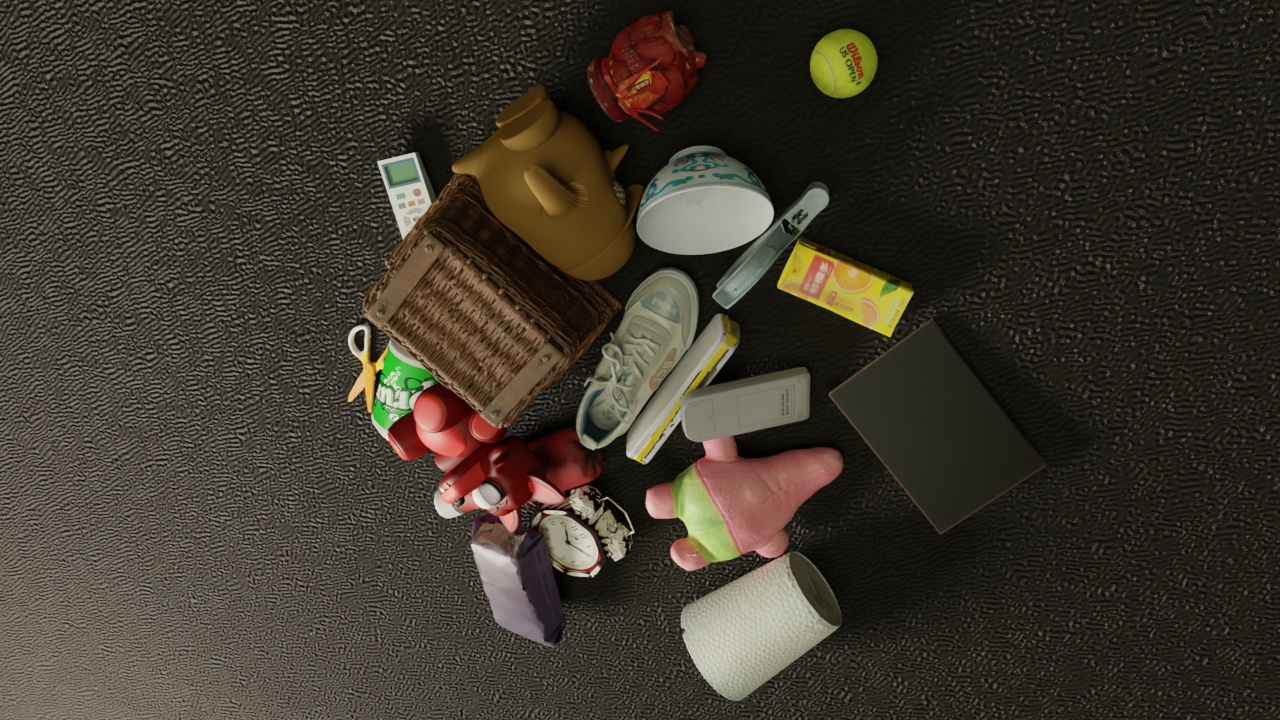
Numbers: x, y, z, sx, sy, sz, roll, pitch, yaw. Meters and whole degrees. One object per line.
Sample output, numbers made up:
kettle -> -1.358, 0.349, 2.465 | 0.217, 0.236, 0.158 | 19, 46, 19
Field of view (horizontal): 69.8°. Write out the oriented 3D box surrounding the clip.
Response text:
clip -> 0.144, -0.132, 1.006 | 0.028, 0.127, 0.167 | 42, 107, -6

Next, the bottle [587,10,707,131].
bottle -> 0.009, -0.295, 0.940 | 0.111, 0.098, 0.099 | -22, 105, 26

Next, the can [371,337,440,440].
can -> -0.282, 0.031, 1.152 | 0.088, 0.087, 0.140 | 23, 115, 4

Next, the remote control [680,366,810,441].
remote control -> 0.121, 0.051, 1.059 | 0.151, 0.019, 0.074 | -12, 131, -4

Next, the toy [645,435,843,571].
toy -> 0.131, 0.160, 1.103 | 0.237, 0.096, 0.192 | -25, 102, 8

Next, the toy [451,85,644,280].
toy -> -0.076, -0.178, 0.988 | 0.162, 0.198, 0.203 | -34, 120, 7

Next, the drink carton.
drink carton -> 0.223, -0.082, 1.002 | 0.134, 0.042, 0.059 | 23, 113, 3

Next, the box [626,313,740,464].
box -> 0.049, 0.036, 1.084 | 0.033, 0.064, 0.210 | 29, 116, -13

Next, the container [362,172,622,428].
container -> -0.170, -0.059, 1.019 | 0.250, 0.183, 0.162 | 41, 109, -11

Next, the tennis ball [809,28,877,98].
tennis ball -> 0.201, -0.293, 0.907 | 0.065, 0.065, 0.065 | 5, 113, 12

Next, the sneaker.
sneaker -> -0.006, 0.006, 1.070 | 0.089, 0.090, 0.243 | 30, 115, 2

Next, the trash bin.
trash bin -> 0.154, 0.324, 1.143 | 0.162, 0.133, 0.133 | -38, 99, 19

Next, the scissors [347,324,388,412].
scissors -> -0.364, 0.008, 1.205 | 0.097, 0.012, 0.133 | 40, 114, -3

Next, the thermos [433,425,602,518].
thermos -> -0.164, 0.152, 1.180 | 0.240, 0.073, 0.073 | -22, 105, 23

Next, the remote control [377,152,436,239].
remote control -> -0.265, -0.174, 1.097 | 0.050, 0.024, 0.143 | -10, 110, 13

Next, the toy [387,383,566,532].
toy -> -0.192, 0.116, 1.078 | 0.197, 0.120, 0.159 | 48, 138, -3

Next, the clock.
clock -> -0.067, 0.212, 1.181 | 0.155, 0.064, 0.114 | -29, 102, 38

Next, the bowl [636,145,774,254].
bowl -> 0.065, -0.178, 0.972 | 0.144, 0.144, 0.074 | -12, 68, 18

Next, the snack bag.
snack bag -> -0.163, 0.297, 1.216 | 0.096, 0.058, 0.206 | 12, 129, 28

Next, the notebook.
notebook -> 0.334, 0.077, 1.035 | 0.141, 0.008, 0.209 | -38, 94, 15
